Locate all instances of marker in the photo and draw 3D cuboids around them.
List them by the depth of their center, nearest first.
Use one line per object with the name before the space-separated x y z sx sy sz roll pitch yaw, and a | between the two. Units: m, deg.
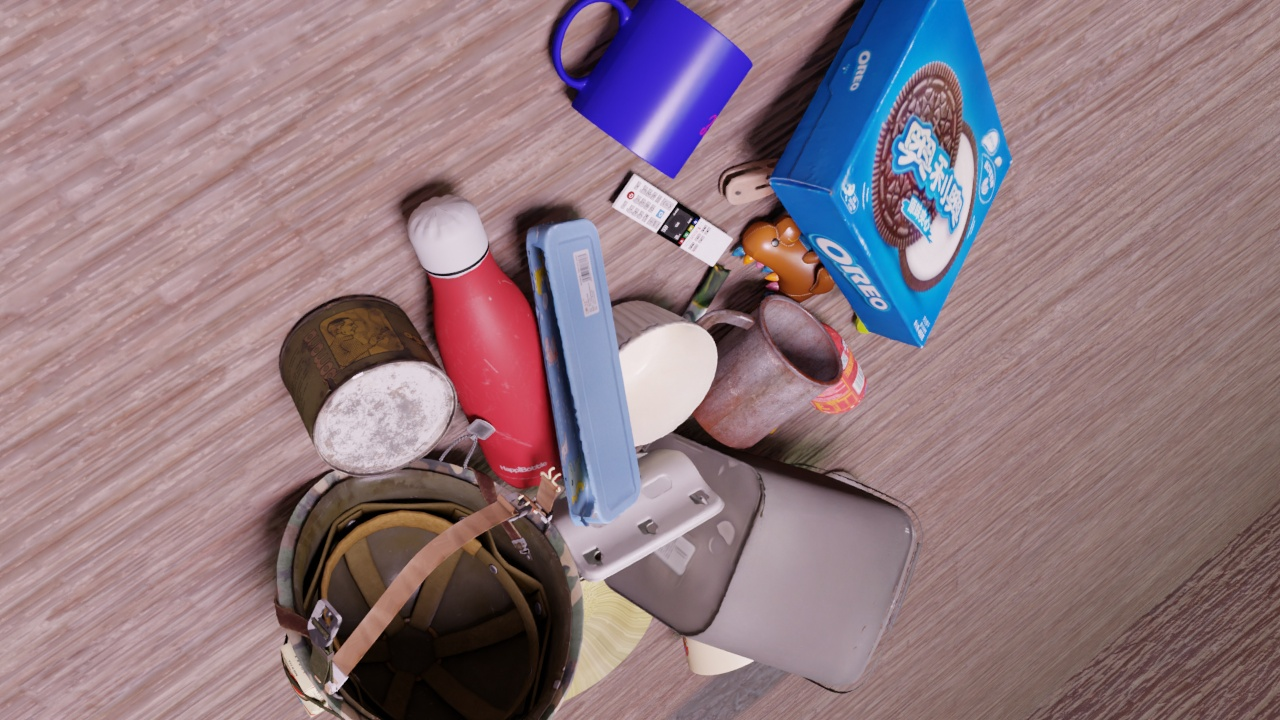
marker | 0.031 -0.016 0.764 0.017 0.017 0.147 11 116 -44

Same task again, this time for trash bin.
trash bin | 0.105 0.177 0.849 0.220 0.198 0.197 25 86 -42

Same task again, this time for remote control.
remote control | 0.025 -0.104 0.686 0.124 0.012 0.028 23 108 -48

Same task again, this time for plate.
plate | -0.072 0.267 0.910 0.184 0.036 0.185 -22 135 -24

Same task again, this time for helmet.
helmet | -0.145 0.162 0.626 0.192 0.224 0.237 -36 178 -36

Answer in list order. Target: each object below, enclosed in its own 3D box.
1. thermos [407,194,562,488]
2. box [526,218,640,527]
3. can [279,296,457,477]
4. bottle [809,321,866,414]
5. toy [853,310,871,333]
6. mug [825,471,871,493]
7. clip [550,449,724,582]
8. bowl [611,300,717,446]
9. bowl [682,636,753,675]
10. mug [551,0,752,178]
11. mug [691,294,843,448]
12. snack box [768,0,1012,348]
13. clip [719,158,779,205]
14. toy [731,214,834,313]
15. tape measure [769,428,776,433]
thermos | -0.099 -0.008 0.620 0.073 0.073 0.240 -30 138 -15
box | -0.050 0.010 0.627 0.066 0.052 0.210 -28 111 -57
can | -0.172 0.016 0.580 0.089 0.074 0.090 -22 137 -22
bottle | 0.162 -0.003 0.849 0.062 0.062 0.137 -44 139 0
toy | 0.251 -0.055 0.898 0.094 0.036 0.093 -39 137 4
mug | 0.222 0.189 1.059 0.094 0.068 0.116 13 115 -45
clip | -0.021 0.113 0.736 0.125 0.151 0.089 -24 125 -23
bowl | -0.004 0.004 0.716 0.115 0.062 0.115 -22 135 -24
bowl | 0.093 0.285 1.025 0.117 0.118 0.074 -26 95 -20
mug | 0.000 -0.177 0.560 0.111 0.079 0.084 31 103 -20
mug | 0.087 0.004 0.760 0.123 0.096 0.110 31 124 -20
snack box | 0.207 -0.148 0.716 0.239 0.056 0.195 40 75 -49
clip | 0.091 -0.136 0.699 0.060 0.049 0.026 -48 150 -40
toy | 0.110 -0.076 0.765 0.090 0.070 0.103 20 133 -34
tape measure | 0.116 0.036 0.868 0.068 0.030 0.059 15 114 -48
